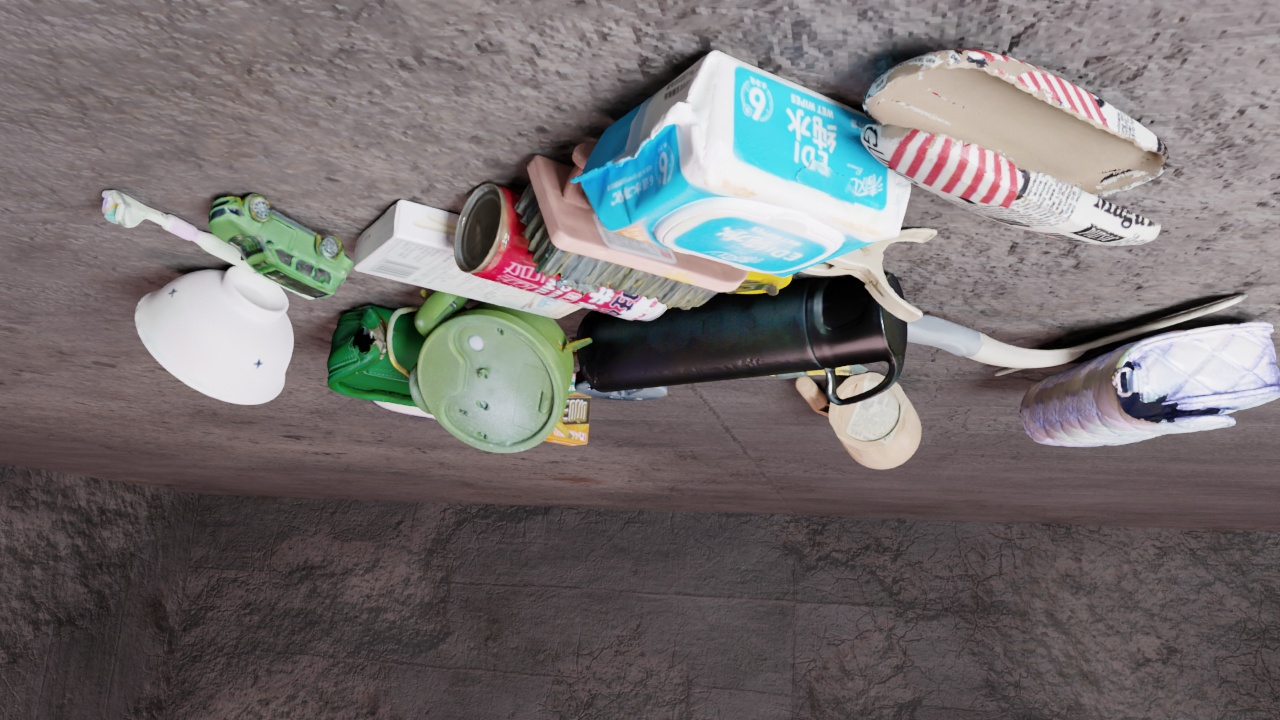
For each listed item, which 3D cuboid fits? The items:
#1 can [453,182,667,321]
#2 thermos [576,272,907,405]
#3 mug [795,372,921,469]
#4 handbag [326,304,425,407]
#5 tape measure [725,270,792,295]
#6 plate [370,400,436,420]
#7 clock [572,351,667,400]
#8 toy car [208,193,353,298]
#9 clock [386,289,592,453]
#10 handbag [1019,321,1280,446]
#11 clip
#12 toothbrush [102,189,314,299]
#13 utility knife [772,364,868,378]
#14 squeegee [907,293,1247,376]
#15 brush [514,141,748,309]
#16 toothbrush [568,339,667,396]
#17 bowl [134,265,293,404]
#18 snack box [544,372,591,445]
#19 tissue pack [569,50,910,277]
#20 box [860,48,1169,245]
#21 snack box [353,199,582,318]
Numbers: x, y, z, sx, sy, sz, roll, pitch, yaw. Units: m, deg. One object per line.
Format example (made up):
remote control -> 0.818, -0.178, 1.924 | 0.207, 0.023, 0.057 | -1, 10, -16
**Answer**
can -> -0.042, -0.062, 0.555 | 0.132, 0.053, 0.053 | 14, 163, -38
thermos -> 0.069, -0.007, 0.678 | 0.243, 0.090, 0.068 | -5, 177, 33
mug -> 0.224, 0.054, 0.950 | 0.125, 0.084, 0.103 | 26, 176, 26
handbag -> -0.199, -0.004, 0.799 | 0.131, 0.068, 0.120 | 11, 163, -31
tape measure -> 0.070, -0.058, 0.596 | 0.057, 0.029, 0.060 | 3, 167, -2
plate -> -0.200, 0.035, 1.020 | 0.192, 0.039, 0.192 | 3, 166, 0
clock -> -0.005, 0.005, 0.819 | 0.121, 0.055, 0.082 | 8, 165, -23
toy car -> -0.227, -0.071, 0.578 | 0.043, 0.036, 0.091 | -8, 147, 43
clock -> -0.123, 0.003, 0.707 | 0.161, 0.116, 0.056 | 17, -151, 6
handbag -> 0.405, 0.027, 0.737 | 0.134, 0.075, 0.194 | -7, 169, 2
clip -> 0.124, -0.061, 0.543 | 0.097, 0.060, 0.034 | 17, 164, -9
toothbrush -> -0.288, -0.074, 0.639 | 0.020, 0.029, 0.189 | -41, 158, 6
utility knife -> 0.131, 0.008, 0.900 | 0.178, 0.019, 0.031 | 3, 161, 22
squeegee -> 0.262, -0.017, 0.703 | 0.246, 0.039, 0.247 | 8, 165, -17
brush -> 0.008, -0.071, 0.503 | 0.145, 0.063, 0.073 | 12, 134, -37
toothbrush -> -0.017, 0.010, 0.920 | 0.016, 0.016, 0.190 | -5, 164, 27
bowl -> -0.303, -0.031, 0.688 | 0.065, 0.118, 0.118 | -45, 147, 16
snack box -> -0.115, 0.041, 0.946 | 0.026, 0.075, 0.153 | -9, 162, 43
tissue pack -> 0.049, -0.083, 0.428 | 0.140, 0.063, 0.090 | 11, 164, -31
box -> 0.163, -0.076, 0.403 | 0.163, 0.077, 0.075 | 9, 171, -33
snack box -> -0.103, -0.064, 0.617 | 0.156, 0.026, 0.085 | 12, 164, -32
